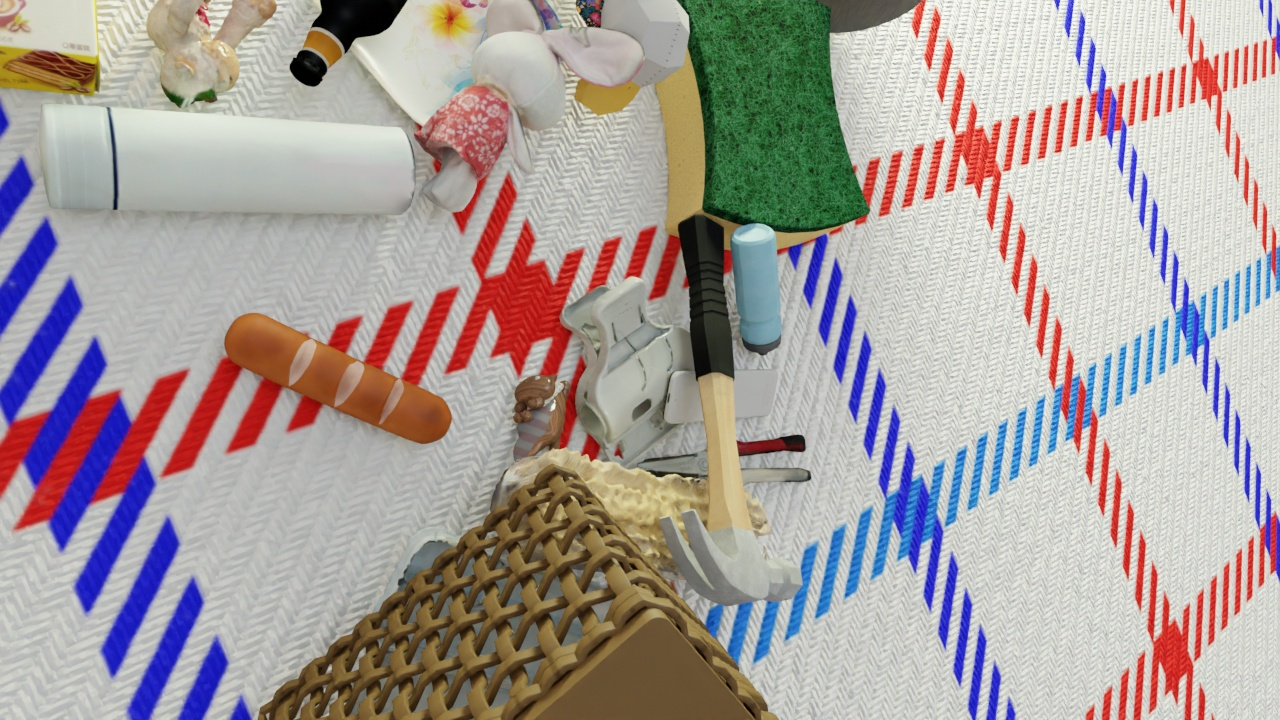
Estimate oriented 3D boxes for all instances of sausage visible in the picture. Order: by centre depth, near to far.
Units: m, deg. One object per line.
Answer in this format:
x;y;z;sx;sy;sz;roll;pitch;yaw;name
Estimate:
-0.210;0.015;0.647;0.164;0.044;0.039;28;76;-24;sausage

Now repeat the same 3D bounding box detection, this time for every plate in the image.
-0.166;-0.288;0.762;0.187;0.016;0.186;50;58;-13;plate

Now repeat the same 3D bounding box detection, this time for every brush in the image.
0.002;0.126;0.717;0.271;0.057;0.083;19;67;-42;brush
0.107;-0.236;0.887;0.194;0.075;0.250;-4;81;-33;brush

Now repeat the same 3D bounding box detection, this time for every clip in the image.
-0.005;0.004;0.774;0.124;0.075;0.144;-35;108;-36;clip

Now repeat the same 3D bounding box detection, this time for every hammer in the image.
0.062;0.030;0.748;0.131;0.039;0.327;22;56;-44;hammer

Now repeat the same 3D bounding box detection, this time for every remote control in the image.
0.074;0.031;0.816;0.146;0.008;0.045;0;104;-46;remote control

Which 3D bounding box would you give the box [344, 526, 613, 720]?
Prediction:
-0.104;0.234;0.667;0.209;0.061;0.192;24;86;-25;box

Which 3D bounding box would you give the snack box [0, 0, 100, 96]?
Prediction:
-0.400;-0.220;0.573;0.105;0.061;0.083;-3;81;-33;snack box

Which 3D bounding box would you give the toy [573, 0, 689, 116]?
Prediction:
-0.014;-0.362;0.770;0.140;0.247;0.267;0;52;-39;toy

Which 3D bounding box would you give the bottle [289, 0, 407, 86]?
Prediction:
-0.207;-0.277;0.686;0.059;0.059;0.181;33;64;-22;bottle

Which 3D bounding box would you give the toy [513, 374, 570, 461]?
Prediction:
-0.078;0.055;0.725;0.054;0.042;0.101;36;51;-45;toy

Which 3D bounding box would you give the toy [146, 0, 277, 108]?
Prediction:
-0.302;-0.225;0.628;0.074;0.085;0.106;8;83;-9;toy

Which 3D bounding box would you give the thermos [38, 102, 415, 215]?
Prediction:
-0.275;-0.134;0.629;0.229;0.068;0.068;-6;82;-33;thermos

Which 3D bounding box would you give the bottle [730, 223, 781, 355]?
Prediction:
0.107;-0.059;0.838;0.040;0.040;0.130;-37;133;-33;bottle

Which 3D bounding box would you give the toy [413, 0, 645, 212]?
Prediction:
-0.102;-0.201;0.711;0.159;0.084;0.194;25;75;23;toy

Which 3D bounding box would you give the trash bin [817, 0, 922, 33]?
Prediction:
0.222;-0.463;0.967;0.156;0.157;0.183;-3;83;-33;trash bin

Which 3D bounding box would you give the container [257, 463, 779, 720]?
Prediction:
-0.055;0.243;0.523;0.251;0.214;0.219;-40;109;-6;container

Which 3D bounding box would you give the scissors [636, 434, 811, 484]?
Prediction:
0.081;0.087;0.827;0.188;0.015;0.146;36;59;-22;scissors
